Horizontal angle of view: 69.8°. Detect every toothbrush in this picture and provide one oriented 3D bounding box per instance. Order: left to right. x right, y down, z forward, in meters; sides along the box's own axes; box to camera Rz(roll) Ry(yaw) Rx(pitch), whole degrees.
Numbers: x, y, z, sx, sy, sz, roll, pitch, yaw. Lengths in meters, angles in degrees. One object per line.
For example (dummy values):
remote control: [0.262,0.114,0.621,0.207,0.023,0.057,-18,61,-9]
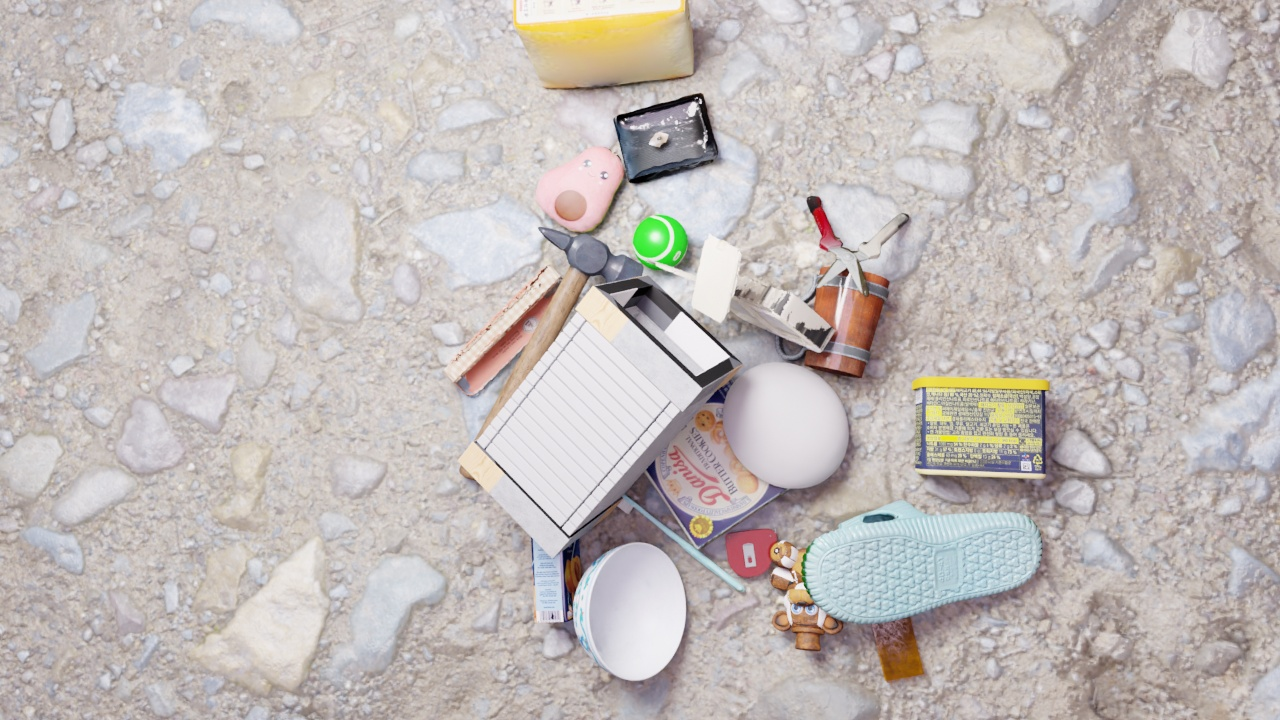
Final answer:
toothbrush: [0.044,0.210,1.054,0.180,0.016,0.016,35,85,11]

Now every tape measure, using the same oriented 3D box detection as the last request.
tape measure: [0.128,0.218,1.040,0.059,0.019,0.051,-8,81,6]

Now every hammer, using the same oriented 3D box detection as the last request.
hammer: [-0.128,-0.001,1.072,0.129,0.040,0.322,27,98,-20]

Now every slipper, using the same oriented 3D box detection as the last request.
slipper: [0.298,0.212,0.987,0.276,0.069,0.116,-6,97,-11]

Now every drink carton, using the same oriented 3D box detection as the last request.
drink carton: [-0.095,0.228,1.045,0.040,0.064,0.130,-6,82,13]

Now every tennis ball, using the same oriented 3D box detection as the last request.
tennis ball: [0.023,-0.139,1.080,0.065,0.065,0.065,-1,82,7]

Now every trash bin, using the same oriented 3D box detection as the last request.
trash bin: [-0.041,0.055,0.963,0.142,0.142,0.247,44,112,10]

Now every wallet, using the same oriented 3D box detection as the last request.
wallet: [0.031,-0.270,1.117,0.115,0.026,0.089,-13,80,3]

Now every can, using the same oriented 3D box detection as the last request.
can: [0.369,0.074,1.001,0.135,0.075,0.104,1,85,8]

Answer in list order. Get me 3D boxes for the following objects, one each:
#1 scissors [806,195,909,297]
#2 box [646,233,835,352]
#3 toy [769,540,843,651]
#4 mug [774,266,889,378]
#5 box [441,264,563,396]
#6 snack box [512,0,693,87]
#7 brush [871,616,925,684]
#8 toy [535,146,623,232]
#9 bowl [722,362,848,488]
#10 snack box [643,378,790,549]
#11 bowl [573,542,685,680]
scissors: [0.241,-0.135,1.030,0.179,0.015,0.198,-13,43,-19]
box: [0.102,-0.062,0.985,0.143,0.180,0.080,29,87,53]
toy: [0.183,0.258,1.005,0.087,0.067,0.112,-4,68,24]
mug: [0.214,-0.045,1.043,0.117,0.081,0.111,12,87,33]
box: [-0.156,-0.034,1.097,0.187,0.057,0.067,-45,111,1]
snack box: [-0.038,-0.384,1.083,0.195,0.145,0.080,-3,79,7]
brush: [0.276,0.287,1.011,0.048,0.017,0.126,-13,81,6]
toy: [-0.069,-0.212,1.110,0.090,0.051,0.110,38,85,4]
bowl: [0.168,0.064,1.013,0.149,0.043,0.149,6,65,-13]
snack box: [0.085,0.117,1.048,0.145,0.042,0.144,-35,78,1]
bowl: [-0.026,0.275,1.013,0.074,0.143,0.144,-12,78,46]
